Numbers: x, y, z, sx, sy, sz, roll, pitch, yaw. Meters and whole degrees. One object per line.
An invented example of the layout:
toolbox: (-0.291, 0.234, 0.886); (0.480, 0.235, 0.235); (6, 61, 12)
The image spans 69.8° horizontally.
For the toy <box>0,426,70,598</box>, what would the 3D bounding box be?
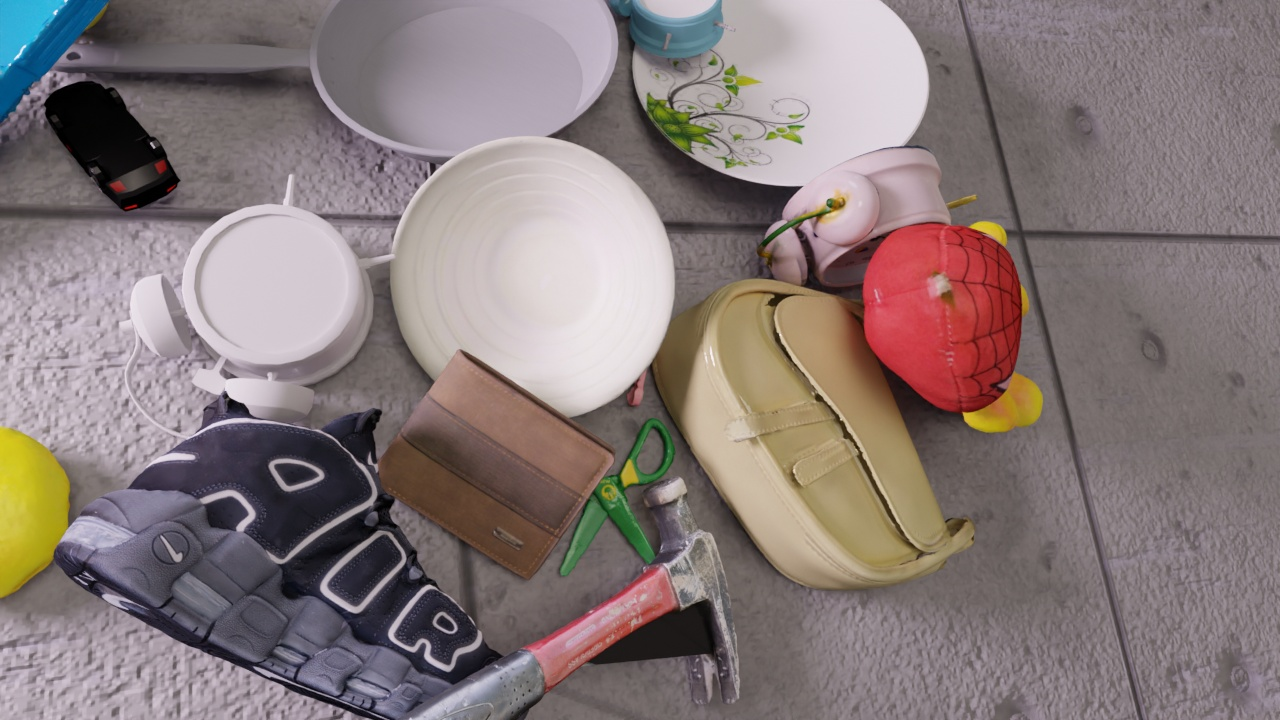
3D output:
toy: (-0.349, 0.079, 0.476); (0.094, 0.041, 0.095); (20, 67, -18)

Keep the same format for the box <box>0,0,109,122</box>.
box: (-0.409, -0.191, 0.483); (0.170, 0.070, 0.243); (41, 86, -32)

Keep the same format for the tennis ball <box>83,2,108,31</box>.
tennis ball: (-0.359, -0.231, 0.556); (0.065, 0.065, 0.065); (6, 72, -18)

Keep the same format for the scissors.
scissors: (-0.026, 0.083, 0.605); (0.130, 0.011, 0.125); (34, 64, -7)

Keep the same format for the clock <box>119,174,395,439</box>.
clock: (-0.228, -0.024, 0.543); (0.120, 0.061, 0.159); (39, 74, -3)

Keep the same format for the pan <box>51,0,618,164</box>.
pan: (-0.193, -0.196, 0.605); (0.356, 0.051, 0.200); (-7, 60, -6)

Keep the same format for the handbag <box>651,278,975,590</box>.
handbag: (0.125, 0.050, 0.629); (0.190, 0.089, 0.232); (-17, 80, -27)

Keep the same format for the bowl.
bowl: (-0.065, -0.052, 0.587); (0.177, 0.057, 0.177); (1, 102, 4)

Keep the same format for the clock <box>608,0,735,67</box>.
clock: (0.021, -0.282, 0.715); (0.087, 0.042, 0.123); (-19, 60, -11)

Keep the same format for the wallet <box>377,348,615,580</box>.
wallet: (-0.089, 0.065, 0.564); (0.121, 0.027, 0.099); (35, 94, -8)

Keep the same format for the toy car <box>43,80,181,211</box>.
toy car: (-0.320, -0.129, 0.555); (0.042, 0.036, 0.091); (-37, 78, -27)

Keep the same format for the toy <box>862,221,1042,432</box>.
toy: (0.221, -0.022, 0.636); (0.216, 0.099, 0.147); (20, 57, -57)

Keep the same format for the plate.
plate: (0.108, -0.221, 0.722); (0.229, 0.030, 0.229); (1, 63, -1)

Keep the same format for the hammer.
hammer: (-0.054, 0.173, 0.480); (0.325, 0.036, 0.140); (-17, 88, -50)

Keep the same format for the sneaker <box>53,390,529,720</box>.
sneaker: (-0.156, 0.104, 0.502); (0.252, 0.097, 0.150); (34, 58, -22)

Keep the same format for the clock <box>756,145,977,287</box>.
clock: (0.153, -0.099, 0.662); (0.157, 0.117, 0.058); (-8, 71, -32)

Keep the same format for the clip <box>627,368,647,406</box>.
clip: (-0.011, 0.002, 0.633); (0.044, 0.023, 0.060); (1, 79, -21)
